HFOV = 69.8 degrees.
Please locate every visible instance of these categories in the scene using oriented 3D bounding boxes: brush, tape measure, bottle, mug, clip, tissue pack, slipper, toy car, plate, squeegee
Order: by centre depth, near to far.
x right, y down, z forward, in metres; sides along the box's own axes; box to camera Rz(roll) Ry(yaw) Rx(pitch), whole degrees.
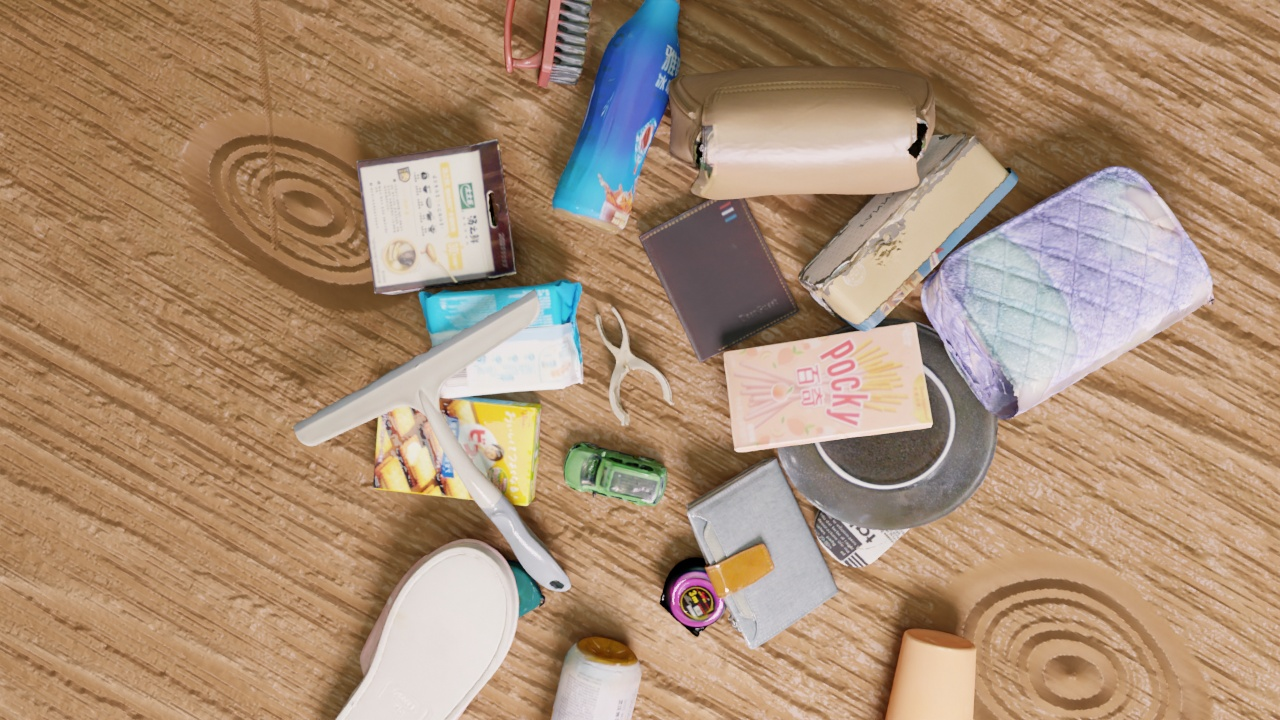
[{"bbox_3d":[0.198,0.049,0.751,0.180,0.024,0.179,-4,77,16],"label":"plate"},{"bbox_3d":[-0.009,-0.216,0.755,0.065,0.065,0.219,20,95,2],"label":"bottle"},{"bbox_3d":[-0.073,-0.305,0.756,0.069,0.063,0.146,8,93,-10],"label":"brush"},{"bbox_3d":[-0.128,0.106,0.760,0.247,0.039,0.246,-27,106,14],"label":"squeegee"},{"bbox_3d":[0.244,0.294,0.770,0.078,0.078,0.122,8,89,3],"label":"mug"},{"bbox_3d":[-0.116,-0.020,0.776,0.140,0.063,0.090,-5,97,6],"label":"tissue pack"},{"bbox_3d":[0.002,0.004,0.787,0.092,0.035,0.103,0,86,8],"label":"clip"},{"bbox_3d":[-0.050,0.338,0.792,0.068,0.068,0.189,14,94,3],"label":"bottle"},{"bbox_3d":[0.048,0.200,0.792,0.057,0.039,0.058,40,100,0],"label":"tape measure"},{"bbox_3d":[-0.023,0.099,0.793,0.091,0.036,0.043,13,96,7],"label":"toy car"},{"bbox_3d":[-0.191,0.269,0.803,0.114,0.054,0.275,32,104,4],"label":"slipper"},{"bbox_3d":[-0.120,0.206,0.810,0.058,0.025,0.054,-29,92,4],"label":"tape measure"}]

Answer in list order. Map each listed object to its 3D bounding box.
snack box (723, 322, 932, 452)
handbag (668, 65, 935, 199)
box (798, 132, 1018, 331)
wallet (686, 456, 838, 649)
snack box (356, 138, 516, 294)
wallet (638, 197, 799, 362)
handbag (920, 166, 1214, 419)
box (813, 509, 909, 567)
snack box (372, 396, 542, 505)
[{"bbox_3d":[0.149,0.023,0.744,0.157,0.026,0.084,-9,74,14],"label":"snack box"},{"bbox_3d":[0.123,-0.175,0.713,0.204,0.147,0.100,-1,118,5],"label":"handbag"},{"bbox_3d":[0.214,-0.109,0.735,0.184,0.089,0.059,-44,102,7],"label":"box"},{"bbox_3d":[0.101,0.161,0.769,0.106,0.037,0.129,-26,93,-26],"label":"wallet"},{"bbox_3d":[-0.169,-0.119,0.779,0.126,0.053,0.113,-7,93,3],"label":"snack box"},{"bbox_3d":[0.067,-0.073,0.784,0.096,0.020,0.122,-26,94,5],"label":"wallet"},{"bbox_3d":[0.331,-0.055,0.723,0.194,0.075,0.134,-28,78,-5],"label":"handbag"},{"bbox_3d":[0.215,0.105,0.767,0.164,0.057,0.071,-48,65,5],"label":"box"},{"bbox_3d":[-0.159,0.075,0.801,0.140,0.033,0.087,6,95,1],"label":"snack box"}]
